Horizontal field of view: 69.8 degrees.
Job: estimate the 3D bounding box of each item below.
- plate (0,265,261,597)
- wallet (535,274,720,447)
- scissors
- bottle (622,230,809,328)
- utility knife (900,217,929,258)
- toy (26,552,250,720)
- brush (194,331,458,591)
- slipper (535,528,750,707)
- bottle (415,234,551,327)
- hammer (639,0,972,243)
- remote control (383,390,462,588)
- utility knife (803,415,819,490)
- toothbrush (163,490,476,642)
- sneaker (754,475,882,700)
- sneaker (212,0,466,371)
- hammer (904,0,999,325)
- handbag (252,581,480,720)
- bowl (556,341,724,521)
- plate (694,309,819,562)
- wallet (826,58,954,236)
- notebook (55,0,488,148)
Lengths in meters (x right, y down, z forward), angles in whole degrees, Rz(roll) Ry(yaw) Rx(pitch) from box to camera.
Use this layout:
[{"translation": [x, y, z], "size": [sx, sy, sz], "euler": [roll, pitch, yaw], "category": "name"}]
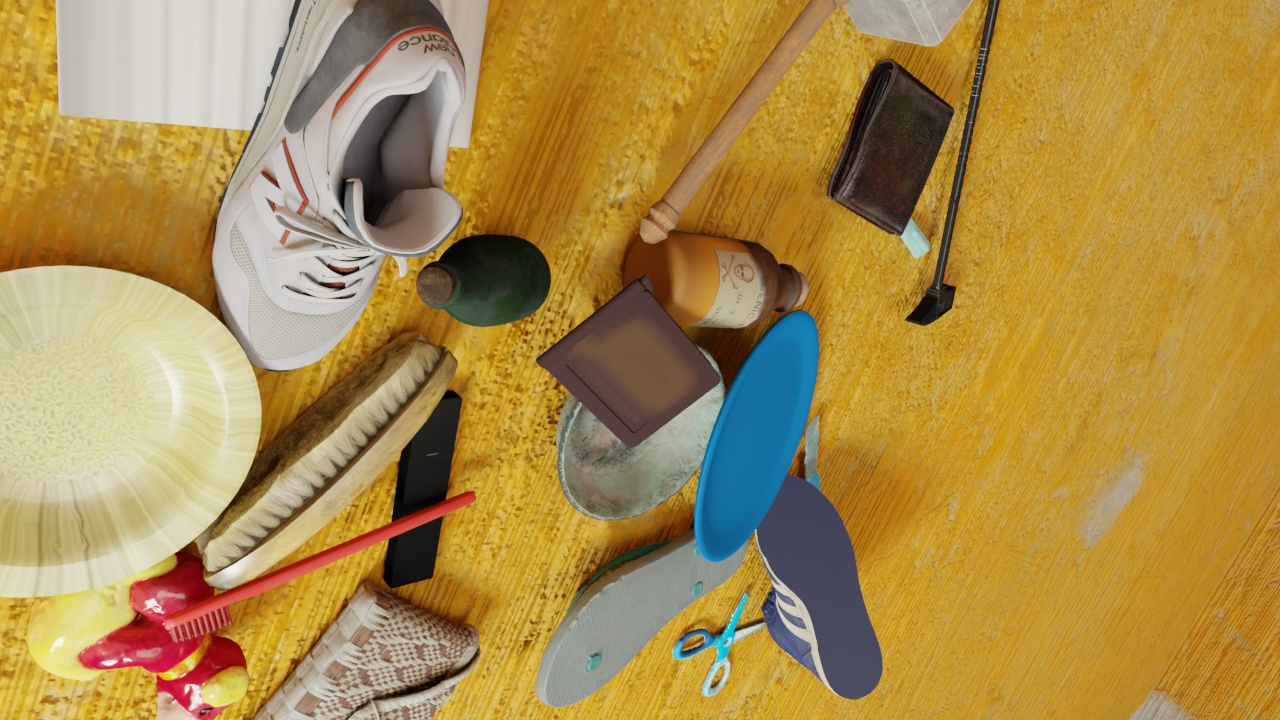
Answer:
[{"translation": [-0.297, 0.033, 0.473], "size": [0.184, 0.036, 0.185], "euler": [-19, 125, -30], "category": "plate"}, {"translation": [-0.004, 0.004, 0.636], "size": [0.091, 0.018, 0.115], "euler": [-38, 133, 6], "category": "wallet"}, {"translation": [0.079, 0.297, 0.950], "size": [0.139, 0.011, 0.134], "euler": [7, 112, -43], "category": "scissors"}, {"translation": [0.066, -0.059, 0.693], "size": [0.156, 0.068, 0.068], "euler": [1, 114, -39], "category": "bottle"}, {"translation": [0.223, -0.137, 0.811], "size": [0.166, 0.015, 0.022], "euler": [36, 77, -46], "category": "utility knife"}, {"translation": [-0.286, 0.159, 0.546], "size": [0.105, 0.067, 0.137], "euler": [-41, 121, -17], "category": "toy"}, {"translation": [-0.191, 0.057, 0.558], "size": [0.195, 0.059, 0.043], "euler": [-46, 124, -14], "category": "brush"}, {"translation": [0.000, 0.199, 0.811], "size": [0.268, 0.055, 0.098], "euler": [-27, 127, -39], "category": "slipper"}, {"translation": [-0.090, -0.044, 0.511], "size": [0.055, 0.174, 0.055], "euler": [0, 96, 4], "category": "bottle"}, {"translation": [0.098, -0.208, 0.621], "size": [0.317, 0.083, 0.162], "euler": [-53, 135, -1], "category": "hammer"}, {"translation": [-0.153, 0.091, 0.640], "size": [0.034, 0.013, 0.150], "euler": [-6, 118, -41], "category": "remote control"}, {"translation": [0.173, 0.145, 0.936], "size": [0.031, 0.015, 0.222], "euler": [-26, 132, -28], "category": "utility knife"}, {"translation": [-0.191, 0.127, 0.586], "size": [0.212, 0.012, 0.018], "euler": [-19, 102, -43], "category": "toothbrush"}, {"translation": [0.162, 0.219, 0.939], "size": [0.091, 0.118, 0.233], "euler": [-26, 94, -13], "category": "sneaker"}, {"translation": [-0.147, -0.077, 0.459], "size": [0.088, 0.124, 0.240], "euler": [3, 118, -41], "category": "sneaker"}, {"translation": [0.289, -0.187, 0.827], "size": [0.094, 0.015, 0.325], "euler": [-27, 128, -47], "category": "hammer"}, {"translation": [-0.209, 0.258, 0.670], "size": [0.185, 0.047, 0.124], "euler": [-51, 134, -4], "category": "handbag"}, {"translation": [-0.006, 0.048, 0.717], "size": [0.157, 0.038, 0.158], "euler": [-19, 125, -30], "category": "bowl"}, {"translation": [0.094, 0.062, 0.780], "size": [0.223, 0.024, 0.225], "euler": [-42, 143, -44], "category": "plate"}, {"translation": [0.208, -0.174, 0.763], "size": [0.099, 0.031, 0.120], "euler": [17, 96, -40], "category": "wallet"}, {"translation": [-0.174, -0.187, 0.465], "size": [0.209, 0.009, 0.143], "euler": [-5, 118, -37], "category": "notebook"}]
